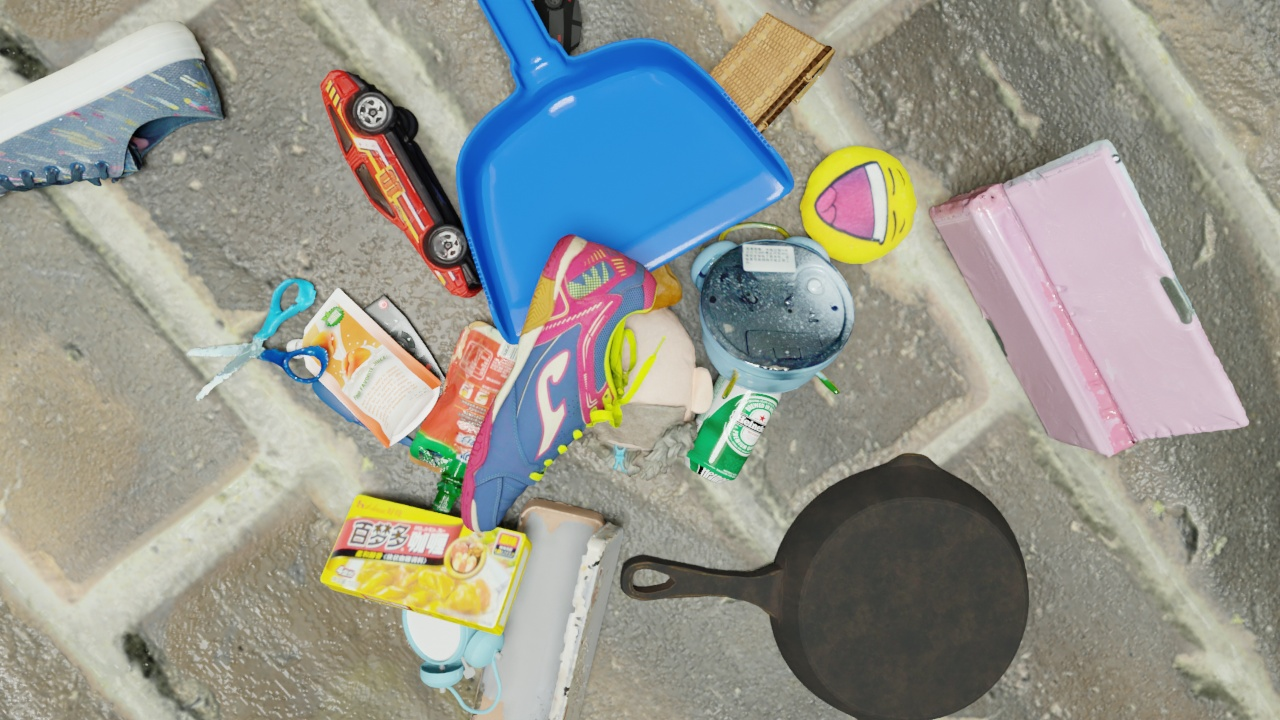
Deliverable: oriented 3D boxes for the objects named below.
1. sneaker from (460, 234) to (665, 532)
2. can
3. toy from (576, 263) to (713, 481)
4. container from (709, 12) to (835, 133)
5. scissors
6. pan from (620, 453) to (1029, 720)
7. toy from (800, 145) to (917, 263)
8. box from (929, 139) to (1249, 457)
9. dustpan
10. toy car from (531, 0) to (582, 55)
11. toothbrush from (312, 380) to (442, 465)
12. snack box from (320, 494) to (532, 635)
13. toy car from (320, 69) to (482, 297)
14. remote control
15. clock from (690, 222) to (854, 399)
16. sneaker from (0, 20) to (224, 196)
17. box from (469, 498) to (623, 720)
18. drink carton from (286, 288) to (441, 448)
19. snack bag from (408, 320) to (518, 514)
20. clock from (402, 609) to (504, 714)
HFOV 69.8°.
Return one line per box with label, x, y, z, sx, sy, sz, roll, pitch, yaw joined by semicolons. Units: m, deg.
sneaker;-0.059;0.034;0.655;0.091;0.116;0.242;22;114;-5
can;0.074;0.049;0.749;0.053;0.053;0.101;28;93;-6
toy;-0.004;0.004;0.730;0.133;0.076;0.176;11;95;11
container;0.090;-0.214;0.724;0.061;0.063;0.114;43;91;1
scissors;-0.300;-0.002;0.723;0.132;0.015;0.110;-39;70;-3
pan;0.161;0.200;0.773;0.356;0.043;0.249;5;95;-4
toy;0.177;-0.126;0.746;0.094;0.041;0.095;-6;99;1
box;0.325;-0.035;0.701;0.059;0.180;0.233;-32;95;-18
dustpan;-0.055;-0.181;0.677;0.245;0.059;0.257;-29;87;4
toy car;-0.066;-0.254;0.719;0.036;0.042;0.092;-2;96;-27
toothbrush;-0.211;0.054;0.749;0.132;0.016;0.021;33;90;-7
snack box;-0.167;0.158;0.717;0.152;0.025;0.075;10;64;16
toy car;-0.176;-0.132;0.702;0.056;0.081;0.189;-31;96;5
remote control;-0.185;0.006;0.749;0.039;0.010;0.125;-35;96;0
clock;0.100;-0.047;0.716;0.118;0.060;0.161;0;62;-4
sneaker;-0.424;-0.162;0.685;0.235;0.087;0.079;-31;102;-4
box;-0.082;0.227;0.747;0.107;0.094;0.216;16;95;22
drink carton;-0.220;0.005;0.725;0.122;0.039;0.069;41;95;12
snack bag;-0.130;0.051;0.735;0.087;0.044;0.155;23;90;-3
clock;-0.147;0.225;0.739;0.088;0.041;0.123;-36;75;28
